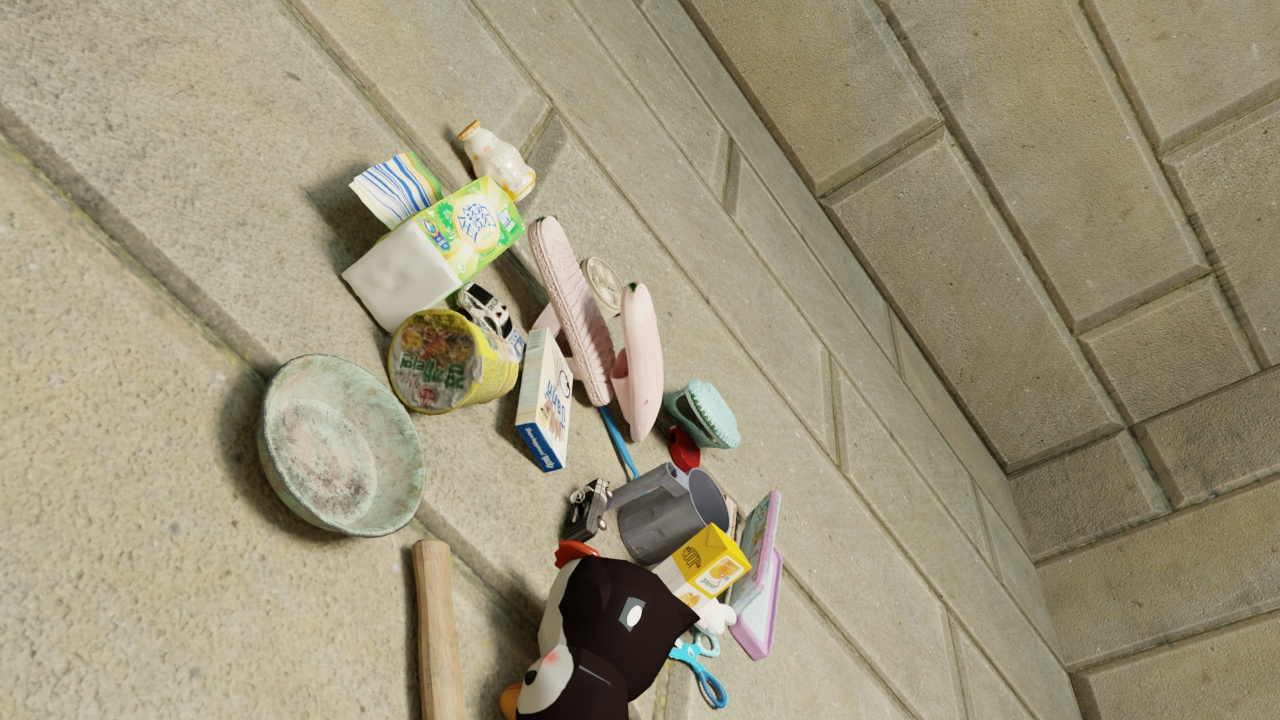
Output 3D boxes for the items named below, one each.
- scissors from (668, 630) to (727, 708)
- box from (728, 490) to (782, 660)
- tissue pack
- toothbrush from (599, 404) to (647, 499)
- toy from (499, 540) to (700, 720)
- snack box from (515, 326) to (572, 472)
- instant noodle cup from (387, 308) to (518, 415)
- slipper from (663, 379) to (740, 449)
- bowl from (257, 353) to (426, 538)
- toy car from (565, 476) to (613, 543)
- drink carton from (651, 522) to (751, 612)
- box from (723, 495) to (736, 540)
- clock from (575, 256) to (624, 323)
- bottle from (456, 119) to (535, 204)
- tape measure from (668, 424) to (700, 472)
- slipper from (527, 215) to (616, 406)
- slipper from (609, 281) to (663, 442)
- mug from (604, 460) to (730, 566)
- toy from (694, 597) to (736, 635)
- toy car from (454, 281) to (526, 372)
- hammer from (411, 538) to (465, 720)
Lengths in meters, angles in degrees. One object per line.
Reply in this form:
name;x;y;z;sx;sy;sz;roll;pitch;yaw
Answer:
scissors;0.060;0.344;1.037;0.140;0.013;0.113;31;35;-51
box;0.157;0.280;1.230;0.213;0.062;0.140;-64;155;-61
tissue pack;-0.219;-0.138;0.921;0.141;0.120;0.197;53;19;-12
toothbrush;-0.029;0.103;1.136;0.016;0.014;0.166;6;53;-60
toy;-0.037;0.269;0.786;0.183;0.140;0.159;-63;157;-49
snack box;-0.104;0.041;1.010;0.149;0.026;0.082;-89;162;-48
instant noodle cup;-0.170;0.004;0.882;0.102;0.102;0.108;65;16;11
slipper;0.089;0.082;1.304;0.116;0.069;0.276;52;6;4
bowl;-0.242;0.073;0.728;0.157;0.039;0.157;43;30;-33
toy car;-0.058;0.160;0.976;0.037;0.040;0.092;48;24;-18
drink carton;0.053;0.240;1.005;0.058;0.122;0.040;44;8;-44
box;0.081;0.216;1.130;0.186;0.076;0.055;-66;162;-71
clock;-0.048;-0.092;1.255;0.140;0.055;0.092;22;44;-50
bottle;-0.184;-0.251;1.160;0.109;0.063;0.063;49;27;-21
tape measure;0.058;0.125;1.263;0.059;0.019;0.051;48;31;-25
slipper;-0.094;-0.056;1.116;0.094;0.064;0.239;-53;126;-65
slipper;-0.007;0.007;1.134;0.106;0.056;0.222;-69;159;-54
mug;0.026;0.171;1.049;0.124;0.104;0.083;41;31;-34
toy;0.074;0.291;1.088;0.076;0.037;0.125;61;21;15
toy car;-0.158;-0.038;1.006;0.113;0.041;0.048;53;27;-17
hammer;-0.150;0.278;0.688;0.132;0.040;0.305;34;34;-49
